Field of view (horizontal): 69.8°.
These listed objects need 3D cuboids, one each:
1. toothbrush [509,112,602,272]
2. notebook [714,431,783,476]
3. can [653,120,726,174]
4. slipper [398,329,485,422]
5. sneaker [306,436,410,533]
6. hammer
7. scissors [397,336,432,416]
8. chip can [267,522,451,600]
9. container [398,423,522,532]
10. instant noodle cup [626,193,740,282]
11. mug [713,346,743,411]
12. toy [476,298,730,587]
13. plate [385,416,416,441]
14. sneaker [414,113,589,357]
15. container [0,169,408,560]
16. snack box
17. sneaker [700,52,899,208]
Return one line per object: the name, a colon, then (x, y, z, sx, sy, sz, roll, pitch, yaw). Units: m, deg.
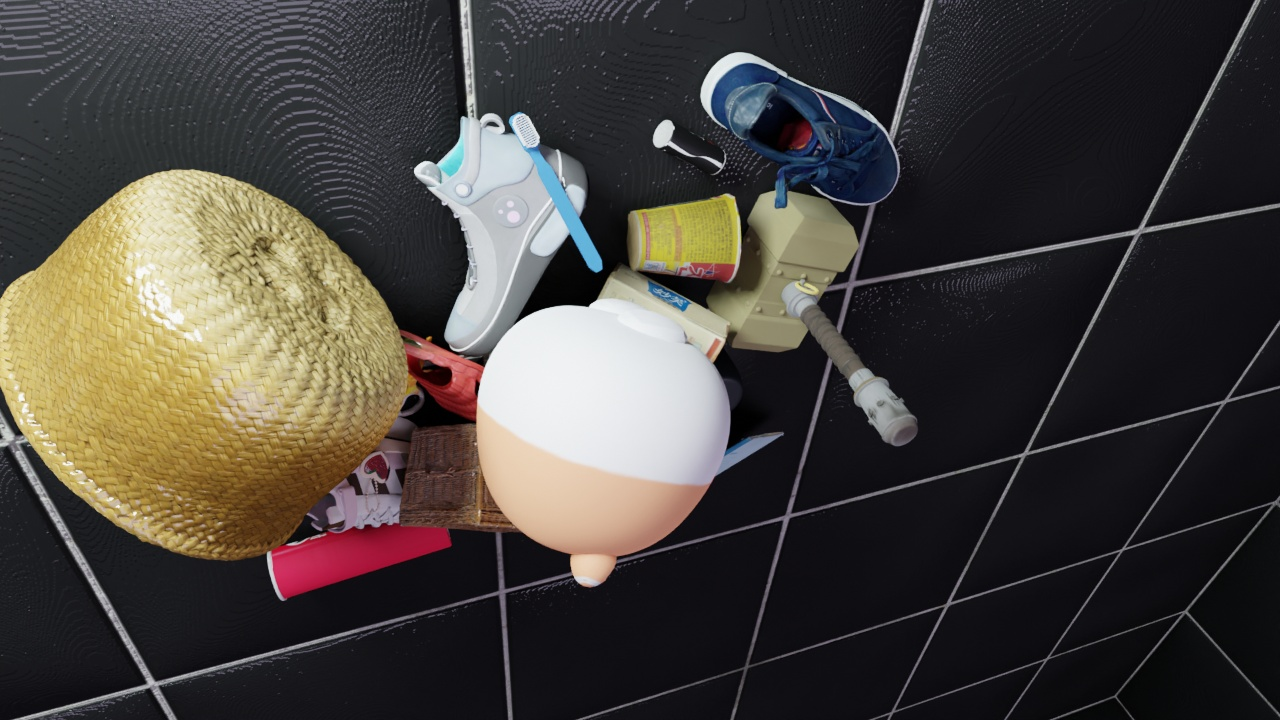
toothbrush: (-0.078, -0.159, 0.875, 0.016, 0.014, 0.166, -33, 104, -17)
notebook: (0.076, 0.170, 1.305, 0.254, 0.009, 0.181, -34, 165, 19)
can: (0.053, -0.227, 0.983, 0.080, 0.031, 0.032, 18, 121, -37)
slipper: (-0.196, 0.036, 1.045, 0.248, 0.104, 0.059, 38, 77, -52)
sneaker: (-0.304, 0.159, 1.064, 0.112, 0.116, 0.293, -41, 136, 22)
hammer: (0.210, -0.028, 1.036, 0.100, 0.324, 0.191, 5, 128, -30)
scissors: (-0.270, 0.021, 1.072, 0.125, 0.011, 0.131, -1, 133, -25)
chip can: (-0.362, 0.243, 1.196, 0.220, 0.069, 0.069, -16, 136, -13)
container: (-0.175, 0.144, 1.084, 0.114, 0.112, 0.198, -6, 165, 29)
instant noodle cup: (0.045, -0.134, 1.030, 0.112, 0.100, 0.101, -5, 133, -12)
mug: (0.088, 0.030, 1.198, 0.085, 0.094, 0.121, -34, 136, 7)
toy: (-0.041, 0.078, 0.956, 0.265, 0.263, 0.281, 13, 98, -28)
plate: (-0.317, 0.109, 1.116, 0.104, 0.026, 0.104, -12, 138, -11)
sneaker: (-0.175, -0.123, 0.938, 0.160, 0.093, 0.257, 23, 119, -30)
container: (-0.353, -0.007, 0.796, 0.197, 0.306, 0.307, -38, 136, 15)
snack box: (-0.007, 0.006, 1.103, 0.153, 0.055, 0.208, 29, 120, -1)
sneaker: (0.198, -0.222, 0.996, 0.294, 0.127, 0.121, 17, 120, -39)
